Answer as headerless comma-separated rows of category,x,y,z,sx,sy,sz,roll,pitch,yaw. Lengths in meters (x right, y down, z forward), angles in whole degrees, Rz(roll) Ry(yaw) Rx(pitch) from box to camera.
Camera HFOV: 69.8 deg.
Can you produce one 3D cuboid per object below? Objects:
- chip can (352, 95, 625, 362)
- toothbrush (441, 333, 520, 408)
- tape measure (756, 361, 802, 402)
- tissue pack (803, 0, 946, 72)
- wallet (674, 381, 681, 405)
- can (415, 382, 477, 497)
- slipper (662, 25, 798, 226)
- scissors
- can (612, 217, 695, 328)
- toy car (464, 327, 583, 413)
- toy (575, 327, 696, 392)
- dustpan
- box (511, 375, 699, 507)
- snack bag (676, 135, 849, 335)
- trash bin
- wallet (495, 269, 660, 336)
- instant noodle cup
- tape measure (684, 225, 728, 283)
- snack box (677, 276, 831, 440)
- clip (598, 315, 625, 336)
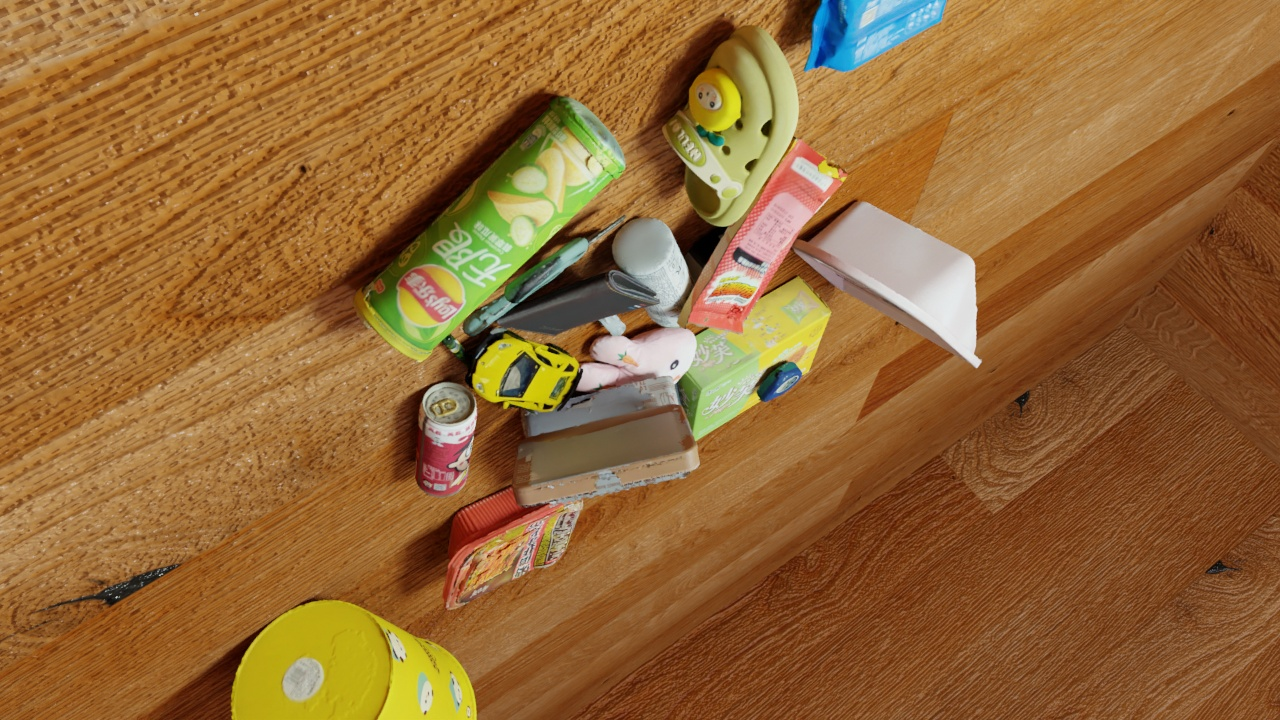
chip can,-0.108,-0.096,0.672,0.221,0.072,0.072,-42,156,9
toothbrush,-0.150,0.013,0.879,0.186,0.017,0.012,62,42,-66
tape measure,0.179,0.024,1.173,0.054,0.025,0.058,-20,155,-39
tissue pack,0.198,-0.303,0.753,0.157,0.052,0.095,-31,154,-15
wallet,-0.003,0.074,1.136,0.120,0.019,0.097,-23,137,-11
can,-0.190,0.079,0.894,0.053,0.053,0.133,-23,152,-30
slipper,0.063,-0.177,0.750,0.081,0.091,0.191,-23,156,-25
scissors,-0.075,-0.074,0.748,0.172,0.019,0.179,-36,-174,-6
can,0.018,-0.082,0.892,0.058,0.058,0.147,-38,156,0
toy car,-0.111,0.014,0.884,0.071,0.041,0.155,-59,153,4
toy,-0.006,0.006,1.029,0.159,0.054,0.122,0,140,-43
dustpan,0.284,-0.071,1.105,0.138,0.222,0.274,-44,146,-17
box,-0.036,0.089,0.969,0.179,0.124,0.274,-12,176,0
snack bag,0.119,-0.116,0.908,0.128,0.073,0.208,2,124,-57
trash bin,-0.341,0.414,1.097,0.229,0.229,0.256,-33,151,-12
wallet,-0.056,-0.049,0.838,0.122,0.020,0.096,-17,164,25
instant noodle cup,-0.173,0.224,1.150,0.188,0.079,0.165,-23,152,-33
tape measure,0.079,-0.105,0.966,0.066,0.033,0.066,-37,155,-2
snack box,0.135,0.002,1.191,0.209,0.070,0.158,-30,156,-18
clip,-0.035,-0.044,0.935,0.025,0.029,0.057,-39,150,-2
